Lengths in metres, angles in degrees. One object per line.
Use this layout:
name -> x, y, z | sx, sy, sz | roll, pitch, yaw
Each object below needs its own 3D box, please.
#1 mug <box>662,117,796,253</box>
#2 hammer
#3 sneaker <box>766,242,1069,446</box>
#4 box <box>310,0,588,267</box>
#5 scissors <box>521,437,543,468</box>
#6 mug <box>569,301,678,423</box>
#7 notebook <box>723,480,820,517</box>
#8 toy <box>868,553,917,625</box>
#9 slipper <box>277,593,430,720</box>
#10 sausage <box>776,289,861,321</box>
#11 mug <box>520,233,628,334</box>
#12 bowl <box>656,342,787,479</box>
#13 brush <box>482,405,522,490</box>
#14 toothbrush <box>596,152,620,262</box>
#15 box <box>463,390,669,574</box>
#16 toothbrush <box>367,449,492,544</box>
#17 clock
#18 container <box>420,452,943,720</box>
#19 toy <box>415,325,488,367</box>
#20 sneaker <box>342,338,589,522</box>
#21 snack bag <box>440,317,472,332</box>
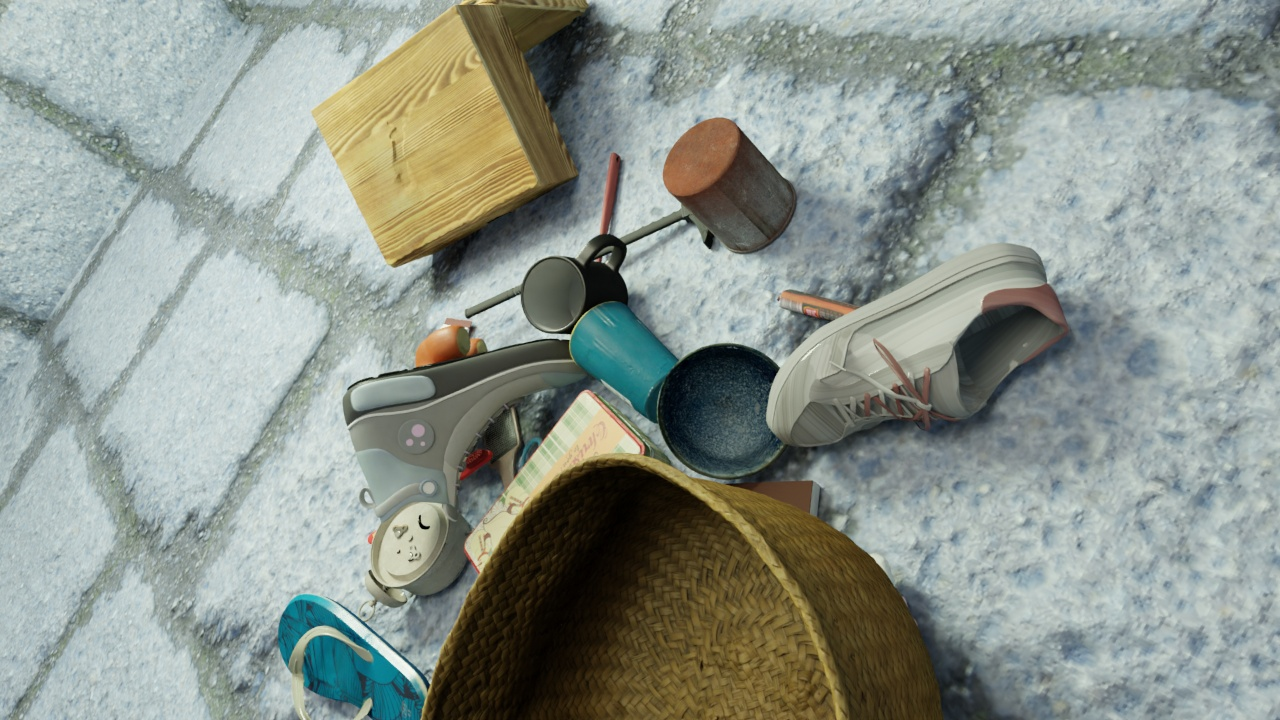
mug -> 0.086, -0.181, 0.888 | 0.096, 0.110, 0.122 | -16, 55, 28
hammer -> -0.065, -0.104, 1.014 | 0.326, 0.015, 0.094 | -22, 54, 23
sneaker -> 0.200, 0.010, 0.673 | 0.237, 0.099, 0.089 | -35, 32, 18
box -> -0.215, -0.340, 1.248 | 0.280, 0.286, 0.335 | -20, 11, 33
scissors -> -0.093, 0.136, 0.922 | 0.076, 0.015, 0.141 | -20, 59, 29
mug -> -0.005, 0.005, 0.879 | 0.078, 0.078, 0.121 | -51, 48, 4
notebook -> 0.054, 0.201, 0.740 | 0.172, 0.022, 0.208 | -8, 60, 37
toy -> 0.148, 0.171, 0.661 | 0.123, 0.038, 0.079 | 35, 86, 39
slipper -> -0.311, 0.317, 0.937 | 0.295, 0.060, 0.118 | 10, 99, 42
sausage -> 0.173, -0.040, 0.784 | 0.155, 0.020, 0.020 | 22, 81, 47
mug -> -0.057, -0.079, 0.940 | 0.078, 0.087, 0.114 | 43, 109, 21
bowl -> 0.075, 0.040, 0.782 | 0.114, 0.060, 0.114 | 1, 94, 9
brush -> -0.147, 0.107, 0.981 | 0.050, 0.015, 0.135 | -37, 46, 20
toothbrush -> -0.043, -0.160, 1.054 | 0.017, 0.016, 0.189 | -16, 55, 40
box -> -0.074, 0.137, 0.866 | 0.205, 0.051, 0.117 | -50, 49, 4
toothbrush -> -0.242, 0.153, 1.024 | 0.213, 0.018, 0.012 | -36, 51, 25
clock -> -0.240, 0.213, 0.966 | 0.157, 0.061, 0.103 | -49, 46, -5
container -> 0.035, 0.228, 0.580 | 0.308, 0.196, 0.306 | -12, 71, 36
toy -> -0.228, 0.048, 1.027 | 0.096, 0.112, 0.176 | 27, 85, 15
sneaker -> -0.162, 0.073, 0.932 | 0.093, 0.256, 0.160 | 154, 105, -78
snack bag -> -0.255, 0.020, 1.134 | 0.057, 0.013, 0.157 | 9, 71, 42
